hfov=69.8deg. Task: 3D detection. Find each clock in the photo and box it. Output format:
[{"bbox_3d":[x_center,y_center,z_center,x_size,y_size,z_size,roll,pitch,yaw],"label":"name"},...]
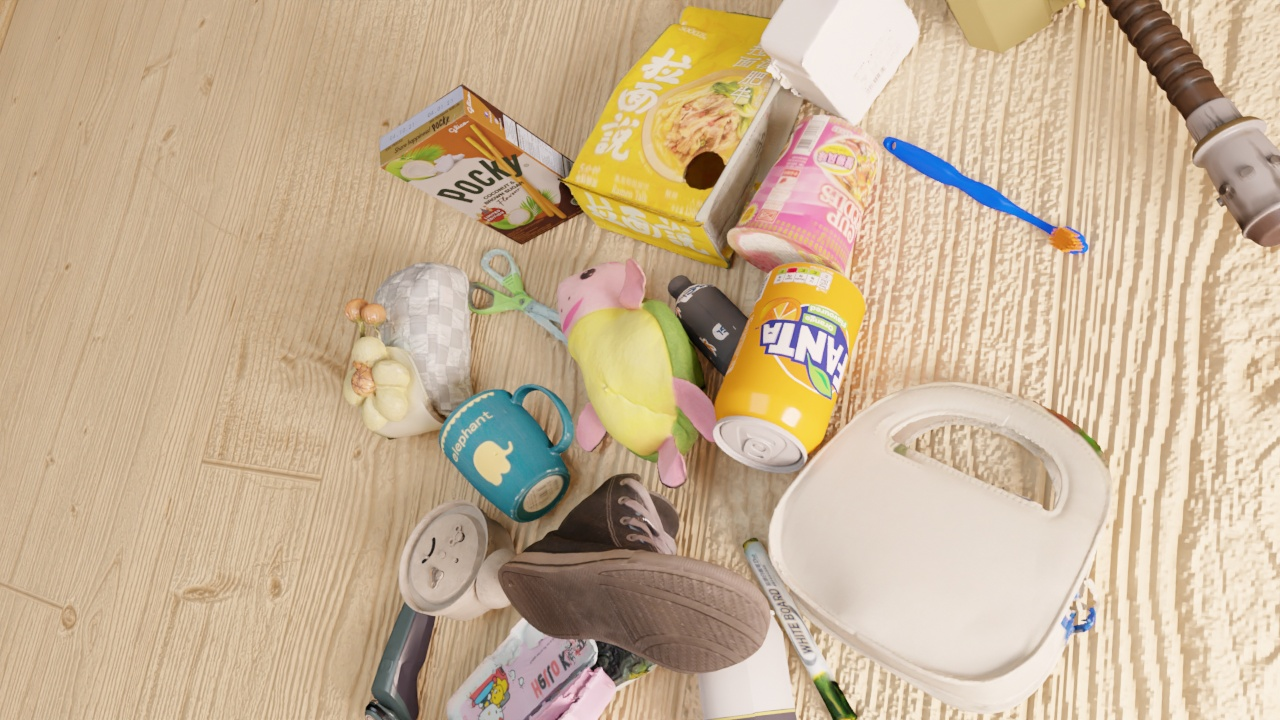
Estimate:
[{"bbox_3d":[-0.145,0.187,0.818,0.157,0.061,0.103,8,67,40],"label":"clock"}]

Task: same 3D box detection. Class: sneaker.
[{"bbox_3d":[0.011,0.146,0.660,0.235,0.119,0.095,-13,111,49],"label":"sneaker"}]

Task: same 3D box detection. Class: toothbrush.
[{"bbox_3d":[0.244,-0.124,0.670,0.182,0.018,0.016,43,125,36],"label":"toothbrush"}]

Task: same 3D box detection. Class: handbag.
[{"bbox_3d":[-0.232,-0.015,0.907,0.113,0.123,0.171,-13,73,38],"label":"handbag"},{"bbox_3d":[0.197,0.108,0.597,0.201,0.093,0.199,28,72,38],"label":"handbag"}]

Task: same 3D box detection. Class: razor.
[{"bbox_3d":[-0.219,0.281,0.856,0.047,0.052,0.142,0,65,33],"label":"razor"}]

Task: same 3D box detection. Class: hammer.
[{"bbox_3d":[0.327,-0.212,0.587,0.191,0.100,0.324,-29,60,25],"label":"hammer"}]

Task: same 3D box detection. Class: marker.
[{"bbox_3d":[0.112,0.193,0.662,0.017,0.017,0.146,-40,56,18],"label":"marker"}]

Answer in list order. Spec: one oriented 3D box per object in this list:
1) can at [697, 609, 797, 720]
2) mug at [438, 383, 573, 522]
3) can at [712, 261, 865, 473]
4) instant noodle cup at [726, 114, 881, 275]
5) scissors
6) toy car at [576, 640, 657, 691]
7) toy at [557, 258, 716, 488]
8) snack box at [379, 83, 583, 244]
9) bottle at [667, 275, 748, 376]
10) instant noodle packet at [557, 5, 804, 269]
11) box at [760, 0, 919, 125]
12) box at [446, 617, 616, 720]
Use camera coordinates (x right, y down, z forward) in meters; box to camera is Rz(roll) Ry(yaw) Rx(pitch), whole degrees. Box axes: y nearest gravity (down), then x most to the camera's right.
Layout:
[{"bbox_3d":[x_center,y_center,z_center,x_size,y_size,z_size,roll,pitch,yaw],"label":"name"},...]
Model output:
[{"bbox_3d":[0.074,0.231,0.646,0.064,0.064,0.127,-20,64,29],"label":"can"},{"bbox_3d":[-0.107,0.077,0.816,0.112,0.084,0.104,-51,59,8],"label":"mug"},{"bbox_3d":[0.107,0.003,0.661,0.079,0.079,0.142,2,54,36],"label":"can"},{"bbox_3d":[0.133,-0.124,0.708,0.098,0.097,0.108,19,79,38],"label":"instant noodle cup"},{"bbox_3d":[-0.117,-0.049,0.908,0.175,0.032,0.078,38,95,41],"label":"scissors"},{"bbox_3d":[-0.021,0.239,0.732,0.106,0.033,0.048,-42,59,30],"label":"toy car"},{"bbox_3d":[-0.005,0.004,0.758,0.238,0.087,0.190,52,140,44],"label":"toy"},{"bbox_3d":[-0.135,-0.174,0.849,0.101,0.185,0.031,-22,63,28],"label":"snack box"},{"bbox_3d":[0.059,-0.031,0.754,0.047,0.047,0.112,-49,54,12],"label":"bottle"},{"bbox_3d":[0.050,-0.212,0.807,0.163,0.084,0.221,23,83,36],"label":"instant noodle packet"},{"bbox_3d":[0.150,-0.255,0.726,0.102,0.107,0.076,-55,49,9],"label":"box"},{"bbox_3d":[-0.095,0.294,0.741,0.202,0.073,0.149,-49,21,26],"label":"box"}]
